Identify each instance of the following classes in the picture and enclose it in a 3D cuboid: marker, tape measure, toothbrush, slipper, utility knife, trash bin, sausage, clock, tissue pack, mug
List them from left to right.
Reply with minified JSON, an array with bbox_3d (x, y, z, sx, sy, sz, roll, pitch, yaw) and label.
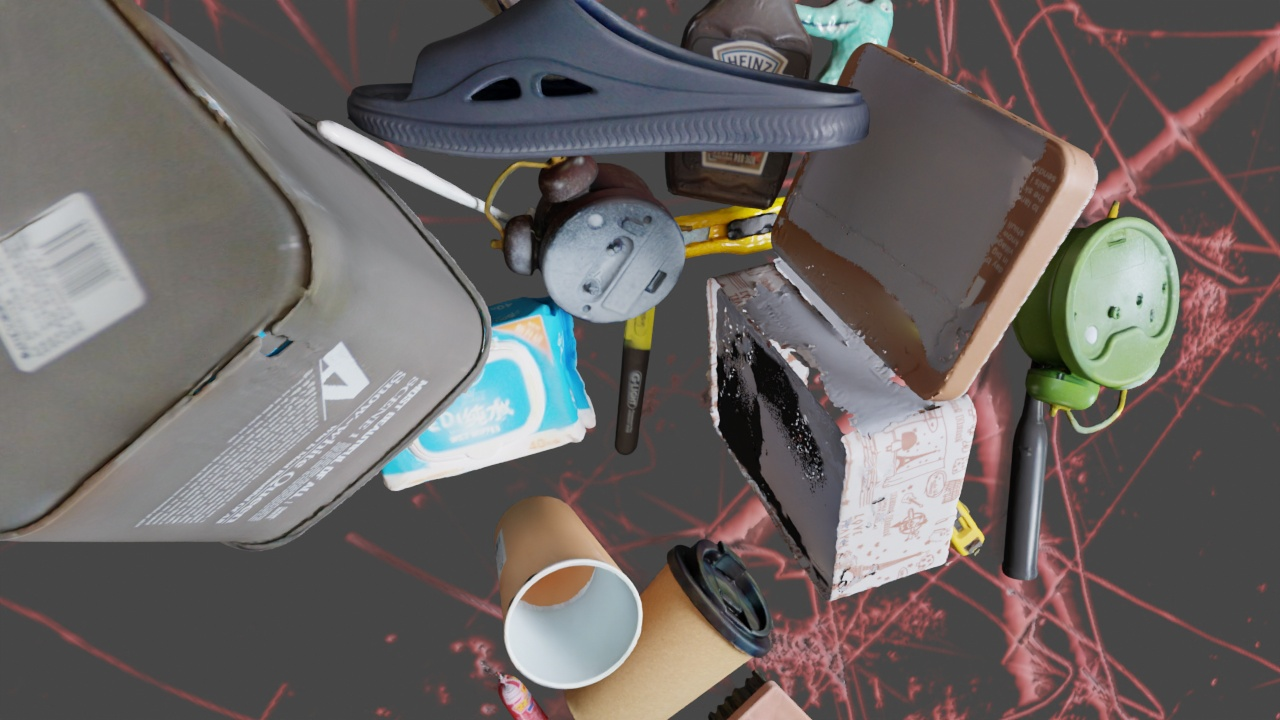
[{"bbox_3d":[-0.197,-0.026,0.397,0.199,0.220,0.198,-42,88,-4],"label":"trash bin"},{"bbox_3d":[-0.100,-0.094,0.489,0.016,0.016,0.180,-56,151,10],"label":"toothbrush"},{"bbox_3d":[-0.101,0.018,0.549,0.140,0.063,0.090,-15,107,-12],"label":"tissue pack"},{"bbox_3d":[-0.063,0.277,0.653,0.020,0.020,0.156,-29,110,-7],"label":"sausage"},{"bbox_3d":[-0.053,0.132,0.562,0.078,0.123,0.078,-4,105,-16],"label":"mug"},{"bbox_3d":[-0.030,-0.073,0.522,0.121,0.055,0.082,21,119,-31],"label":"clock"},{"bbox_3d":[-0.017,-0.152,0.473,0.268,0.110,0.083,3,111,7],"label":"slipper"},{"bbox_3d":[-0.004,0.004,0.600,0.018,0.015,0.124,3,105,-14],"label":"marker"},{"bbox_3d":[0.039,-0.079,0.590,0.154,0.015,0.033,-13,105,-12],"label":"utility knife"},{"bbox_3d":[0.220,0.107,0.669,0.029,0.060,0.057,-39,105,-2],"label":"tape measure"},{"bbox_3d":[0.295,0.064,0.697,0.027,0.026,0.213,-9,104,-33],"label":"toothbrush"},{"bbox_3d":[0.322,-0.026,0.652,0.116,0.056,0.161,-16,103,-24],"label":"clock"}]

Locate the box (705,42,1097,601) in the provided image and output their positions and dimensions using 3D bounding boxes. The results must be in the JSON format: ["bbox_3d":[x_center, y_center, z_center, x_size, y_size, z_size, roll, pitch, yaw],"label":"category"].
[{"bbox_3d":[0.119,-0.021,0.509,0.106,0.177,0.273,-4,126,-21],"label":"box"}]

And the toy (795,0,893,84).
[{"bbox_3d":[0.128,-0.190,0.581,0.096,0.030,0.092,11,96,-11],"label":"toy"}]

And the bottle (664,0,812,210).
[{"bbox_3d":[0.064,-0.192,0.550,0.080,0.044,0.195,9,102,-4],"label":"bottle"}]

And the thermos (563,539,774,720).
[{"bbox_3d":[0.019,0.195,0.623,0.143,0.093,0.093,-45,112,8],"label":"thermos"}]

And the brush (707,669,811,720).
[{"bbox_3d":[0.117,0.301,0.683,0.063,0.073,0.145,-43,113,-3],"label":"brush"}]

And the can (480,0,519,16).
[{"bbox_3d":[-0.035,-0.243,0.505,0.134,0.053,0.053,-46,111,-1],"label":"can"}]
